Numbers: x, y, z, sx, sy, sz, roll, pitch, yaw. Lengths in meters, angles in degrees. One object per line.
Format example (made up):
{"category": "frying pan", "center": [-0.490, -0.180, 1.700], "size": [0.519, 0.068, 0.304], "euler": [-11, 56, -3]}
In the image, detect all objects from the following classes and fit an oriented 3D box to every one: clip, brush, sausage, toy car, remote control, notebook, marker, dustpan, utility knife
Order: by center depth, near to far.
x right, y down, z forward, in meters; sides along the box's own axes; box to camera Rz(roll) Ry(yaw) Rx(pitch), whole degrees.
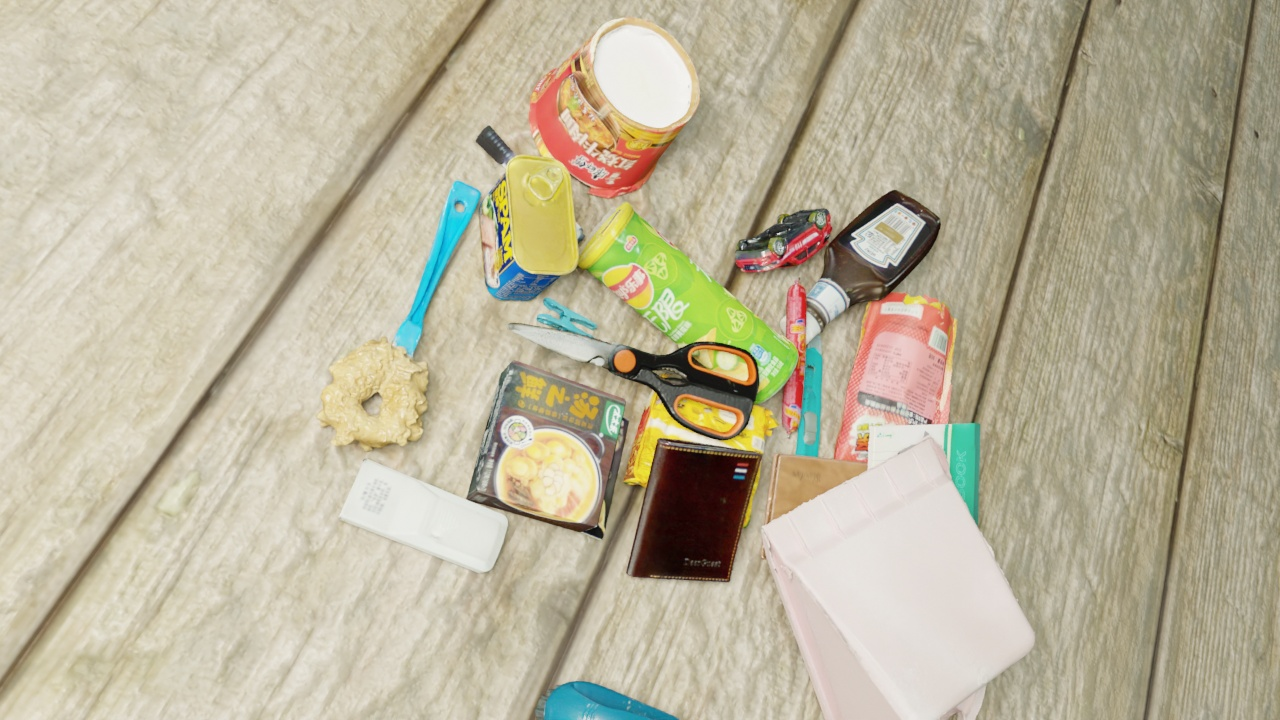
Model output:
{"category": "remote control", "center": [-0.163, 0.121, 0.704], "size": [0.125, 0.024, 0.049], "euler": [26, 65, -19]}
{"category": "brush", "center": [-0.009, 0.290, 0.708], "size": [0.144, 0.074, 0.055], "euler": [29, 60, -17]}
{"category": "brush", "center": [-0.181, -0.040, 0.735], "size": [0.083, 0.046, 0.254], "euler": [24, 62, -16]}
{"category": "clip", "center": [-0.064, -0.034, 0.805], "size": [0.057, 0.014, 0.046], "euler": [24, 64, -19]}
{"category": "marker", "center": [-0.098, -0.154, 0.819], "size": [0.130, 0.018, 0.022], "euler": [49, 55, -7]}
{"category": "dustpan", "center": [0.230, 0.242, 0.853], "size": [0.222, 0.139, 0.273], "euler": [-19, 70, -26]}
{"category": "sausage", "center": [0.148, -0.002, 0.880], "size": [0.020, 0.020, 0.156], "euler": [-1, 96, -28]}
{"category": "notebook", "center": [0.277, 0.166, 0.897], "size": [0.150, 0.012, 0.209], "euler": [1, 92, -29]}
{"category": "utility knife", "center": [0.166, 0.048, 0.904], "size": [0.029, 0.013, 0.171], "euler": [16, 69, -25]}
{"category": "toy car", "center": [0.145, -0.116, 0.916], "size": [0.120, 0.053, 0.045], "euler": [-31, 112, -35]}

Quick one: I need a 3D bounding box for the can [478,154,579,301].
{"category": "can", "center": [-0.097, -0.107, 0.768], "size": [0.057, 0.083, 0.102], "euler": [0, 76, -28]}

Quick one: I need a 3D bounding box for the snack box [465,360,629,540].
{"category": "snack box", "center": [-0.067, 0.076, 0.756], "size": [0.125, 0.053, 0.113], "euler": [19, 68, -17]}

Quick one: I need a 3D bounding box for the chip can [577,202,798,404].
{"category": "chip can", "center": [0.046, -0.048, 0.833], "size": [0.221, 0.073, 0.072], "euler": [39, 62, -14]}

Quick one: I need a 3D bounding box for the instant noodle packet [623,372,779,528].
{"category": "instant noodle packet", "center": [0.056, 0.079, 0.819], "size": [0.128, 0.044, 0.110], "euler": [22, 73, -17]}

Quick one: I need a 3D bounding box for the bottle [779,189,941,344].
{"category": "bottle", "center": [0.218, -0.090, 0.929], "size": [0.194, 0.044, 0.080], "euler": [-43, 66, -16]}

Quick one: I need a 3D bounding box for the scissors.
{"category": "scissors", "center": [0.000, -0.009, 0.778], "size": [0.235, 0.022, 0.124], "euler": [36, 78, -13]}

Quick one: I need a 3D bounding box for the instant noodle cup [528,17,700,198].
{"category": "instant noodle cup", "center": [-0.018, -0.235, 0.831], "size": [0.137, 0.109, 0.137], "euler": [8, 72, -26]}

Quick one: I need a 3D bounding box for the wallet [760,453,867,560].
{"category": "wallet", "center": [0.169, 0.142, 0.862], "size": [0.115, 0.020, 0.101], "euler": [7, 88, -23]}

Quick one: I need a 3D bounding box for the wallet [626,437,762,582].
{"category": "wallet", "center": [0.046, 0.130, 0.781], "size": [0.096, 0.020, 0.122], "euler": [10, 100, -18]}

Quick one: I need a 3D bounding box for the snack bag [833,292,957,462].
{"category": "snack bag", "center": [0.263, 0.037, 0.933], "size": [0.128, 0.073, 0.207], "euler": [17, 77, -16]}
